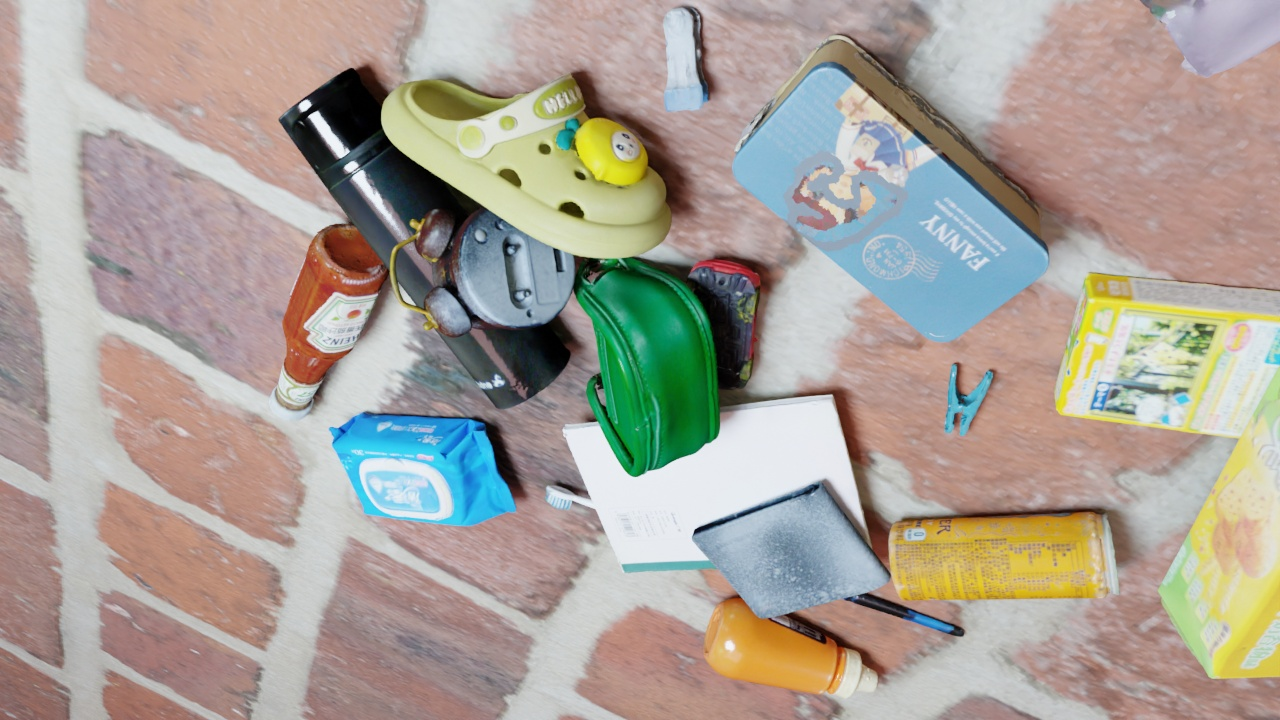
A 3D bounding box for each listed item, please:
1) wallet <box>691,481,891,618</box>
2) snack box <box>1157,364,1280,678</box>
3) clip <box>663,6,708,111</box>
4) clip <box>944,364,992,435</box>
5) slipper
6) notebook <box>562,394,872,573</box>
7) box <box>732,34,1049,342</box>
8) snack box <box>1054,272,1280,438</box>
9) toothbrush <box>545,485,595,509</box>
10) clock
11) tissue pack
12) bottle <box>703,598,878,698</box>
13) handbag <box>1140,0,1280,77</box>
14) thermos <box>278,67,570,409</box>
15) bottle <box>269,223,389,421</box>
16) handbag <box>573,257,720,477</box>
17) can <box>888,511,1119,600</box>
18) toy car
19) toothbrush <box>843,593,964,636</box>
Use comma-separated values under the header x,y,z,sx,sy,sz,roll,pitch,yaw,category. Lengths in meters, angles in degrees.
x,y,z,sx,sy,sz,roll,pitch,yaw,category
0.111,0.145,0.689,0.121,0.019,0.097,-28,109,33,wallet
0.414,0.089,0.514,0.157,0.070,0.210,-1,128,-2,snack box
0.025,-0.173,0.525,0.027,0.044,0.058,7,118,19,clip
0.213,0.027,0.608,0.039,0.013,0.056,12,127,13,clip
-0.064,-0.130,0.547,0.190,0.091,0.082,28,128,4,slipper
0.058,0.101,0.693,0.209,0.012,0.150,-8,119,23,notebook
0.145,-0.090,0.517,0.184,0.059,0.090,37,130,-7,box
0.325,0.000,0.534,0.140,0.033,0.087,6,127,14,snack box
0.026,0.138,0.752,0.221,0.026,0.026,15,108,10,toothbrush
-0.099,-0.057,0.583,0.055,0.121,0.082,-5,94,54,clock
-0.187,0.095,0.784,0.157,0.052,0.095,1,126,20,tissue pack
0.131,0.252,0.781,0.149,0.066,0.067,19,130,-3,bottle
0.276,-0.200,0.329,0.098,0.144,0.198,46,128,-12,handbag
-0.149,-0.079,0.639,0.090,0.068,0.242,-1,129,57,thermos
-0.252,-0.020,0.718,0.060,0.059,0.207,34,132,-6,bottle
-0.004,0.004,0.616,0.120,0.067,0.131,43,150,47,handbag
0.253,0.139,0.648,0.146,0.058,0.058,-8,122,25,can
0.054,-0.022,0.618,0.049,0.031,0.106,13,136,15,toy car
0.171,0.194,0.749,0.189,0.016,0.014,18,137,6,toothbrush
